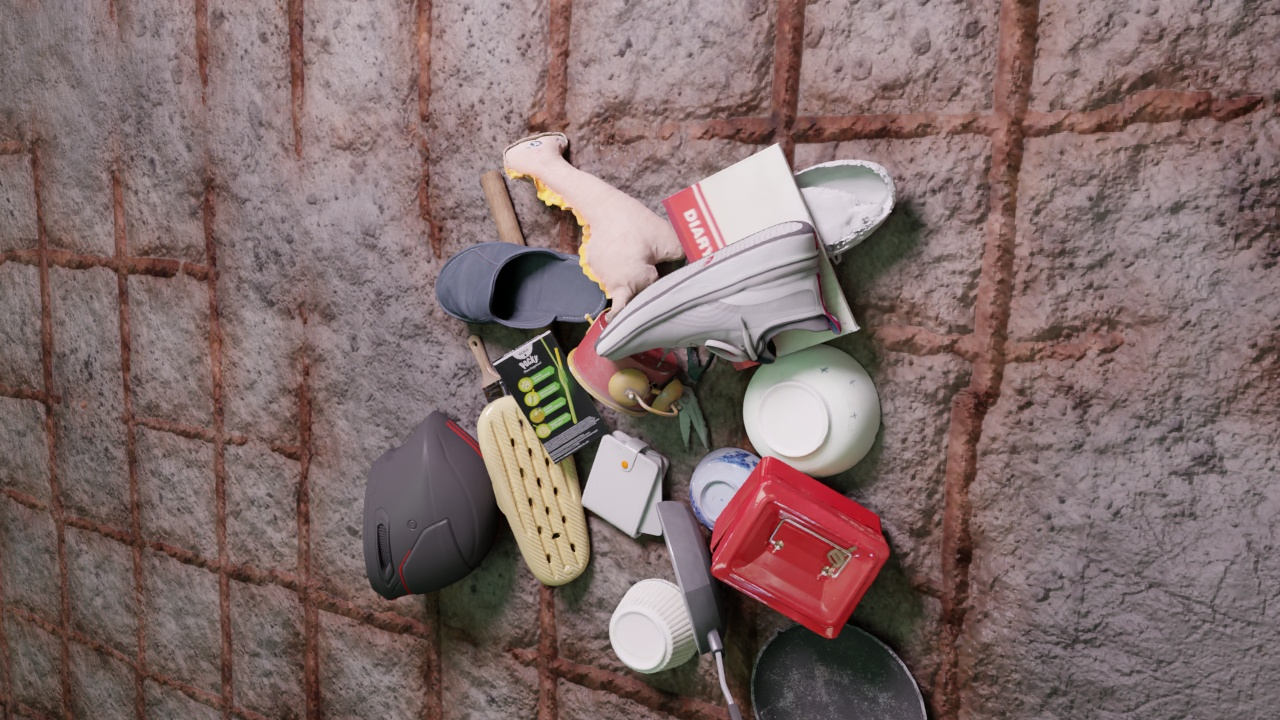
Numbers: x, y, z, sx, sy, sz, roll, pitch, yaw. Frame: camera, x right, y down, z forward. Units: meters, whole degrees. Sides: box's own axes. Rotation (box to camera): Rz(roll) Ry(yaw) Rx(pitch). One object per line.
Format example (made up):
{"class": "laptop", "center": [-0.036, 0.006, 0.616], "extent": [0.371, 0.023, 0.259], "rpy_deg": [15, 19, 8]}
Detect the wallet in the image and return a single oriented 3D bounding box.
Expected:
{"class": "wallet", "center": [-0.009, 0.160, 1.150], "extent": [0.115, 0.037, 0.119], "rpy_deg": [29, 113, 24]}

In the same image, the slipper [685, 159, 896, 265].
{"class": "slipper", "center": [0.162, -0.139, 0.990], "extent": [0.248, 0.074, 0.112], "rpy_deg": [-25, 110, 36]}

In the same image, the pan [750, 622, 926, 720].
{"class": "pan", "center": [0.176, 0.436, 1.079], "extent": [0.358, 0.040, 0.207], "rpy_deg": [-44, 75, 28]}

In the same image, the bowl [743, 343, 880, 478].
{"class": "bowl", "center": [0.179, 0.059, 1.008], "extent": [0.154, 0.072, 0.153], "rpy_deg": [4, 97, 29]}

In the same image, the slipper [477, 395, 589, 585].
{"class": "slipper", "center": [-0.137, 0.165, 1.200], "extent": [0.079, 0.111, 0.261], "rpy_deg": [11, 119, 70]}

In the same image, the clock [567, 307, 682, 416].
{"class": "clock", "center": [-0.006, 0.006, 1.061], "extent": [0.081, 0.117, 0.158], "rpy_deg": [-54, 48, 22]}

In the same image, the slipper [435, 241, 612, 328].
{"class": "slipper", "center": [-0.164, -0.094, 1.142], "extent": [0.266, 0.083, 0.109], "rpy_deg": [6, 96, 29]}

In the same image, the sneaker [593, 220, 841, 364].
{"class": "sneaker", "center": [0.079, -0.040, 0.962], "extent": [0.264, 0.096, 0.129], "rpy_deg": [-23, 104, 20]}

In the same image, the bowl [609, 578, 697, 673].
{"class": "bowl", "center": [0.012, 0.337, 1.146], "extent": [0.115, 0.062, 0.115], "rpy_deg": [4, 98, 29]}

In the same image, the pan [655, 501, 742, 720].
{"class": "pan", "center": [0.081, 0.301, 0.991], "extent": [0.041, 0.356, 0.179], "rpy_deg": [-16, 132, -2]}

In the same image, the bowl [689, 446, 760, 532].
{"class": "bowl", "center": [0.102, 0.162, 1.081], "extent": [0.114, 0.045, 0.114], "rpy_deg": [4, 98, 30]}

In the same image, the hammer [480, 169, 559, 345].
{"class": "hammer", "center": [-0.145, -0.098, 1.199], "extent": [0.130, 0.040, 0.321], "rpy_deg": [-22, 84, 26]}

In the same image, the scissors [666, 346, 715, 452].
{"class": "scissors", "center": [0.066, 0.009, 1.101], "extent": [0.142, 0.015, 0.209], "rpy_deg": [-28, 82, 28]}

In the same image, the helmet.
{"class": "helmet", "center": [-0.271, 0.197, 1.233], "extent": [0.170, 0.164, 0.265], "rpy_deg": [0, 103, 1]}

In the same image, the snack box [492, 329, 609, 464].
{"class": "snack box", "center": [-0.110, 0.045, 1.137], "extent": [0.080, 0.025, 0.147], "rpy_deg": [-31, 106, -6]}

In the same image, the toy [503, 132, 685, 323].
{"class": "toy", "center": [-0.076, -0.170, 1.091], "extent": [0.264, 0.195, 0.065], "rpy_deg": [33, 148, 12]}

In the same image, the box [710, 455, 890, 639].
{"class": "box", "center": [0.169, 0.194, 0.990], "extent": [0.157, 0.112, 0.135], "rpy_deg": [31, 107, -1]}

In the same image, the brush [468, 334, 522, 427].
{"class": "brush", "center": [-0.202, 0.034, 1.259], "extent": [0.039, 0.012, 0.151], "rpy_deg": [-26, 83, 30]}

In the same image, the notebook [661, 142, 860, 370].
{"class": "notebook", "center": [0.124, -0.104, 0.980], "extent": [0.153, 0.012, 0.209], "rpy_deg": [-21, 96, 34]}
